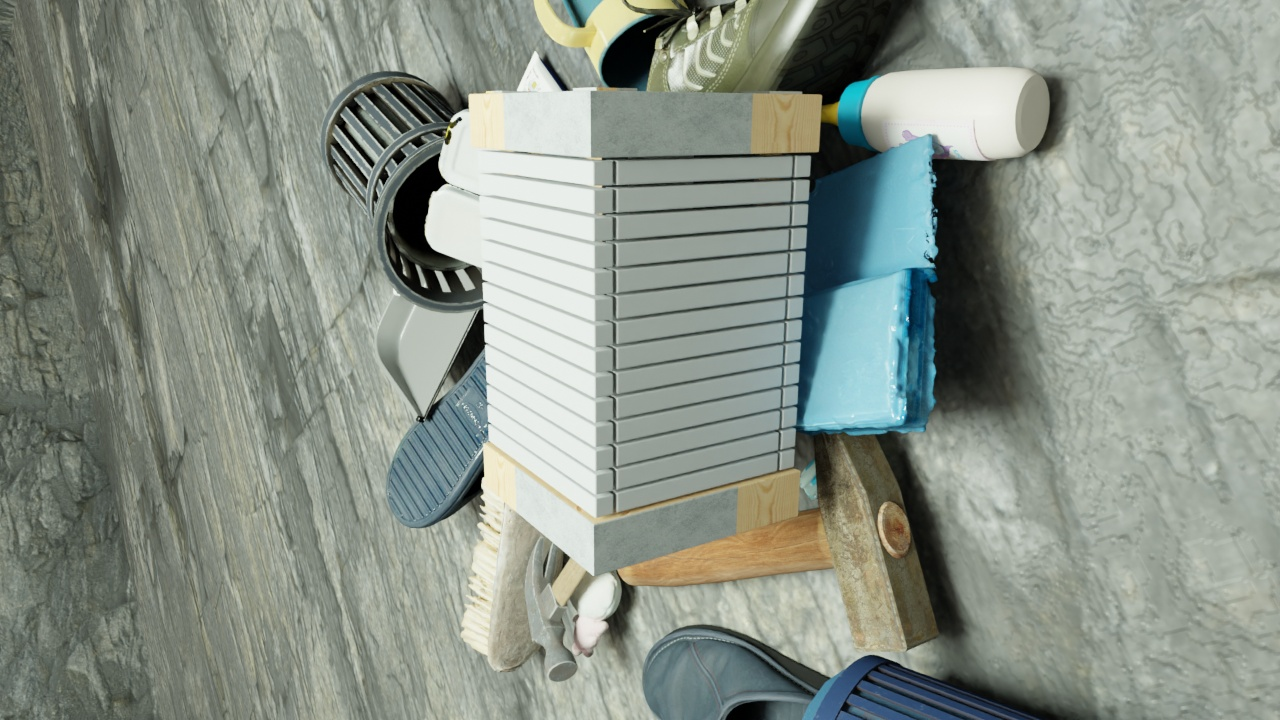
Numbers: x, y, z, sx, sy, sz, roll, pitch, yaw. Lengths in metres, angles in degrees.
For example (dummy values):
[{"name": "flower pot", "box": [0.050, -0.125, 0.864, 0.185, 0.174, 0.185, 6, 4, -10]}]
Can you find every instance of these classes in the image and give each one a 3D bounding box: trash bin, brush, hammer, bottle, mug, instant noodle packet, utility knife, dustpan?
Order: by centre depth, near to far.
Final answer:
[{"name": "trash bin", "box": [0.208, 0.254, 0.481, 0.250, 0.139, 0.139, 9, 102, 42]}, {"name": "trash bin", "box": [-0.002, -0.031, 0.544, 0.142, 0.142, 0.247, 23, 117, 54]}, {"name": "bottle", "box": [0.165, -0.148, 0.551, 0.146, 0.051, 0.051, 16, 107, 45]}, {"name": "utility knife", "box": [0.145, 0.053, 0.628, 0.117, 0.015, 0.022, -56, 40, 36]}, {"name": "hammer", "box": [0.071, 0.135, 0.686, 0.302, 0.037, 0.158, -24, 76, 52]}, {"name": "mug", "box": [-0.026, -0.269, 0.695, 0.107, 0.113, 0.083, 66, 148, 20]}, {"name": "hammer", "box": [-0.015, 0.113, 0.764, 0.332, 0.030, 0.119, -60, 35, 24]}, {"name": "instant noodle packet", "box": [-0.083, -0.203, 0.832, 0.134, 0.026, 0.087, 56, 132, 26]}, {"name": "trash bin", "box": [-0.202, -0.171, 0.860, 0.227, 0.164, 0.164, 46, 127, 44]}, {"name": "brush", "box": [-0.114, 0.175, 0.878, 0.057, 0.083, 0.272, 27, 116, 41]}, {"name": "dustpan", "box": [-0.240, -0.065, 0.983, 0.163, 0.033, 0.257, -62, 34, 12]}]

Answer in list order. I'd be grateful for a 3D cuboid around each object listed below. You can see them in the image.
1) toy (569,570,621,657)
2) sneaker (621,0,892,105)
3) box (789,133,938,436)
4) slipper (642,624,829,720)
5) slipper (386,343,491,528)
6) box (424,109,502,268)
[{"name": "toy", "box": [-0.042, 0.205, 0.834, 0.076, 0.037, 0.125, -13, 72, 52]}, {"name": "sneaker", "box": [0.063, -0.216, 0.618, 0.143, 0.100, 0.239, 58, 139, 16]}, {"name": "box", "box": [0.099, -0.035, 0.599, 0.232, 0.033, 0.174, -14, 67, 60]}, {"name": "slipper", "box": [0.077, 0.277, 0.686, 0.266, 0.083, 0.109, 5, 102, 49]}, {"name": "slipper", "box": [-0.152, 0.070, 0.917, 0.264, 0.082, 0.101, -49, 54, 17]}, {"name": "box", "box": [-0.065, -0.110, 0.733, 0.209, 0.034, 0.130, 20, 121, -3]}]
